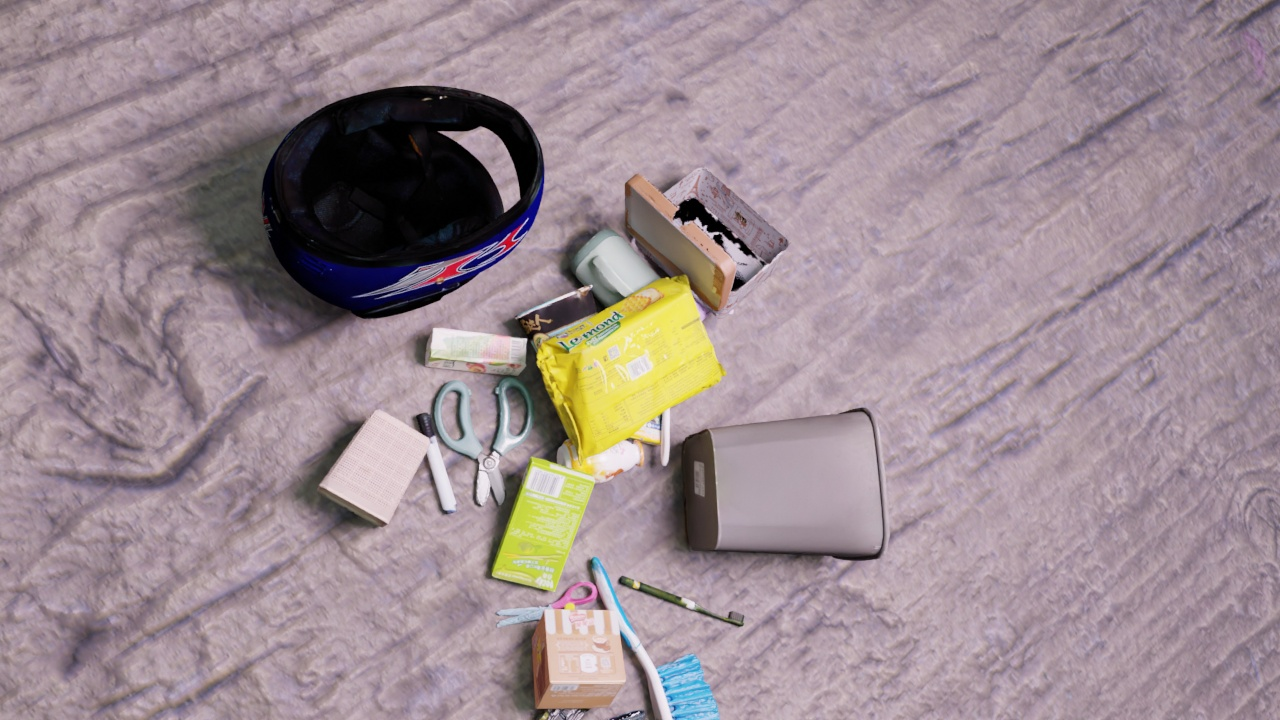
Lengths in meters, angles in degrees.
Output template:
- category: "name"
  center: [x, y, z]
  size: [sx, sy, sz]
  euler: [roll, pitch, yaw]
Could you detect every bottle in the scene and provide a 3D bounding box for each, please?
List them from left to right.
- category: "bottle"
  center: [-0.051, 0.128, 1.193]
  size: [0.108, 0.063, 0.063]
  euler: [-6, 82, -19]

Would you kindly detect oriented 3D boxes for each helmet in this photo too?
- category: "helmet"
  center: [-0.271, -0.181, 1.076]
  size: [0.315, 0.241, 0.247]
  euler: [-12, 83, -9]

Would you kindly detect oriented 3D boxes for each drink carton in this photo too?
- category: "drink carton"
  center: [-0.210, -0.012, 1.171]
  size: [0.122, 0.054, 0.045]
  euler: [7, 73, -18]

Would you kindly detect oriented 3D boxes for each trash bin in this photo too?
- category: "trash bin"
  center: [0.180, 0.166, 1.204]
  size: [0.219, 0.199, 0.198]
  euler: [1, 78, -12]

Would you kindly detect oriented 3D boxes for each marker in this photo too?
- category: "marker"
  center: [-0.254, 0.128, 1.147]
  size: [0.022, 0.018, 0.130]
  euler: [-13, 85, -60]

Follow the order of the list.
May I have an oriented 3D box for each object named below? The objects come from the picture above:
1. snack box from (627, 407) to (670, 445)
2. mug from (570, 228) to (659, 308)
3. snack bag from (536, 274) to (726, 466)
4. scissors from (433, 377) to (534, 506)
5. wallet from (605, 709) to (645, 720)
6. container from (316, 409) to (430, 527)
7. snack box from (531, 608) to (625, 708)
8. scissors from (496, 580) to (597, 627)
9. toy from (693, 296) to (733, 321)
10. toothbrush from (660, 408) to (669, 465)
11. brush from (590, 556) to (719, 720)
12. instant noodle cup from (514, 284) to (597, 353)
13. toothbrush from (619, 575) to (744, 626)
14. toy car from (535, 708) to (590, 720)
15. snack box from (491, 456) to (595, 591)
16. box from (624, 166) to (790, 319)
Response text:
- category: "snack box"
  center: [-0.001, 0.039, 1.245]
  size: [0.087, 0.034, 0.140]
  euler: [14, 74, -16]
- category: "mug"
  center: [-0.036, -0.115, 1.220]
  size: [0.082, 0.111, 0.106]
  euler: [-42, 93, 8]
- category: "snack bag"
  center: [-0.007, 0.007, 1.150]
  size: [0.245, 0.068, 0.158]
  euler: [-31, 111, -27]
- category: "scissors"
  center: [-0.211, 0.101, 1.169]
  size: [0.161, 0.019, 0.179]
  euler: [14, 77, -17]
- category: "wallet"
  center: [-0.041, 0.495, 1.131]
  size: [0.120, 0.019, 0.097]
  euler: [-6, 92, -31]
- category: "container"
  center: [-0.314, 0.127, 1.091]
  size: [0.090, 0.090, 0.110]
  euler: [32, 69, -11]
- category: "snack box"
  center: [-0.077, 0.362, 1.113]
  size: [0.092, 0.077, 0.094]
  euler: [6, 46, -17]
- category: "scissors"
  center: [-0.117, 0.326, 1.161]
  size: [0.137, 0.017, 0.072]
  euler: [-11, 93, -16]
- category: "toy"
  center: [0.070, -0.072, 1.286]
  size: [0.107, 0.039, 0.084]
  euler: [-38, 90, -22]
- category: "toothbrush"
  center: [0.038, 0.052, 1.230]
  size: [0.016, 0.016, 0.180]
  euler: [9, 77, -24]
- category: "brush"
  center: [0.025, 0.394, 1.176]
  size: [0.109, 0.061, 0.314]
  euler: [-12, 81, -17]
- category: "instant noodle cup"
  center: [-0.090, -0.023, 1.192]
  size: [0.111, 0.111, 0.120]
  euler: [-24, 94, -22]
- category: "toothbrush"
  center: [0.057, 0.319, 1.221]
  size: [0.185, 0.012, 0.017]
  euler: [23, 67, -13]
- category: "toy car"
  center: [-0.096, 0.434, 1.134]
  size: [0.090, 0.035, 0.042]
  euler: [-43, 97, -27]
- category: "snack box"
  center: [-0.122, 0.205, 1.143]
  size: [0.085, 0.026, 0.156]
  euler: [17, 98, -14]
- category: "box"
  center: [0.094, -0.177, 1.214]
  size: [0.157, 0.218, 0.180]
  euler: [-42, 76, -13]
